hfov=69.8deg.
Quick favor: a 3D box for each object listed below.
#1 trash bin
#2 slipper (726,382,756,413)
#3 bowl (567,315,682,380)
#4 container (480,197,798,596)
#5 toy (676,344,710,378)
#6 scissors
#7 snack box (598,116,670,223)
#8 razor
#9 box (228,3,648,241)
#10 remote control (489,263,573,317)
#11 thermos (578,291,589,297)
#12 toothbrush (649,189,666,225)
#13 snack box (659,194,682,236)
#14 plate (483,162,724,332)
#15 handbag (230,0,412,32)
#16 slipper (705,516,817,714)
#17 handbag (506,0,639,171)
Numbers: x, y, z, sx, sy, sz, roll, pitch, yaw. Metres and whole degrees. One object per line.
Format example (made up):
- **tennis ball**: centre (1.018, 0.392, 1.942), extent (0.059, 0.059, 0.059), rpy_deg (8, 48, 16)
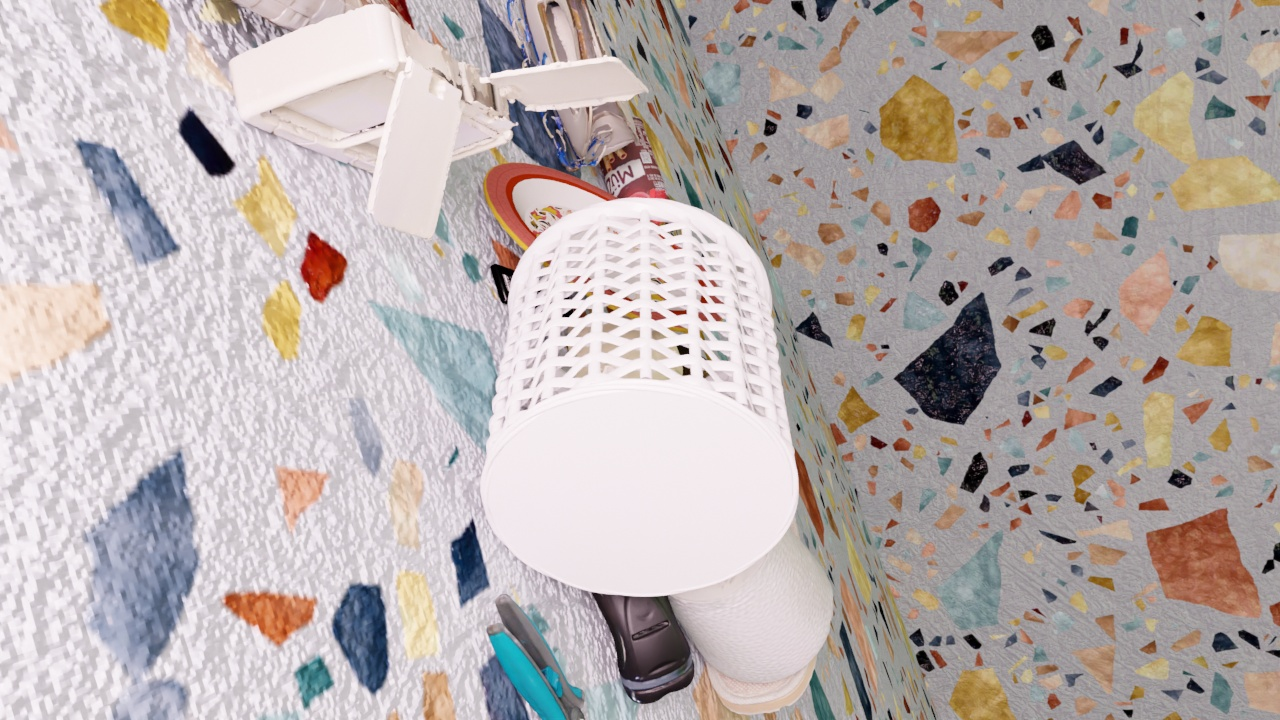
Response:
- **trash bin**: centre (0.077, 0.175, 0.751), extent (0.161, 0.133, 0.133), rpy_deg (57, 19, -50)
- **slipper**: centre (0.081, 0.072, 0.935), extent (0.272, 0.054, 0.114), rpy_deg (-3, 107, -71)
- **bowl**: centre (-0.005, 0.005, 0.821), extent (0.117, 0.074, 0.118), rpy_deg (-20, 90, -75)
- **container**: centre (0.000, 0.022, 0.597), extent (0.186, 0.190, 0.189), rpy_deg (-90, 154, -50)
- **toy**: centre (0.038, 0.020, 0.923), extent (0.099, 0.063, 0.076), rpy_deg (-26, 99, -56)
- **scissors**: centre (-0.050, 0.198, 0.524), extent (0.139, 0.019, 0.136), rpy_deg (24, 50, -71)
- **snack box**: centre (-0.011, -0.224, 1.106), extent (0.121, 0.072, 0.072), rpy_deg (71, 15, 9)
- **razor**: centre (-0.008, 0.170, 0.654), extent (0.064, 0.053, 0.140), rpy_deg (125, -55, -67)
- **box**: centre (-0.094, -0.116, 0.485), extent (0.143, 0.184, 0.099), rpy_deg (3, 75, -71)
- **remote control**: centre (-0.084, -0.053, 0.745), extent (0.140, 0.009, 0.030), rpy_deg (11, 60, -72)
- **thermos**: centre (-0.025, -0.093, 0.904), extent (0.231, 0.061, 0.061), rpy_deg (-35, 104, -74)
- **toothbrush**: centre (0.028, -0.070, 0.945), extent (0.012, 0.018, 0.213), rpy_deg (-56, 142, -68)
- **snack box**: centre (0.035, -0.179, 1.251), extent (0.180, 0.045, 0.121), rpy_deg (24, 48, -69)
- **plate**: centre (-0.030, -0.092, 0.771), extent (0.229, 0.021, 0.229), rpy_deg (27, 26, -15)
- **handbag**: centre (-0.192, -0.209, 0.472), extent (0.124, 0.047, 0.185), rpy_deg (51, 13, 12)
- **slipper**: centre (0.105, 0.204, 0.876), extent (0.262, 0.115, 0.052), rpy_deg (-84, 161, -48)
- **handbag**: centre (-0.070, -0.296, 0.919), extent (0.199, 0.093, 0.200), rpy_deg (180, -111, -88)
